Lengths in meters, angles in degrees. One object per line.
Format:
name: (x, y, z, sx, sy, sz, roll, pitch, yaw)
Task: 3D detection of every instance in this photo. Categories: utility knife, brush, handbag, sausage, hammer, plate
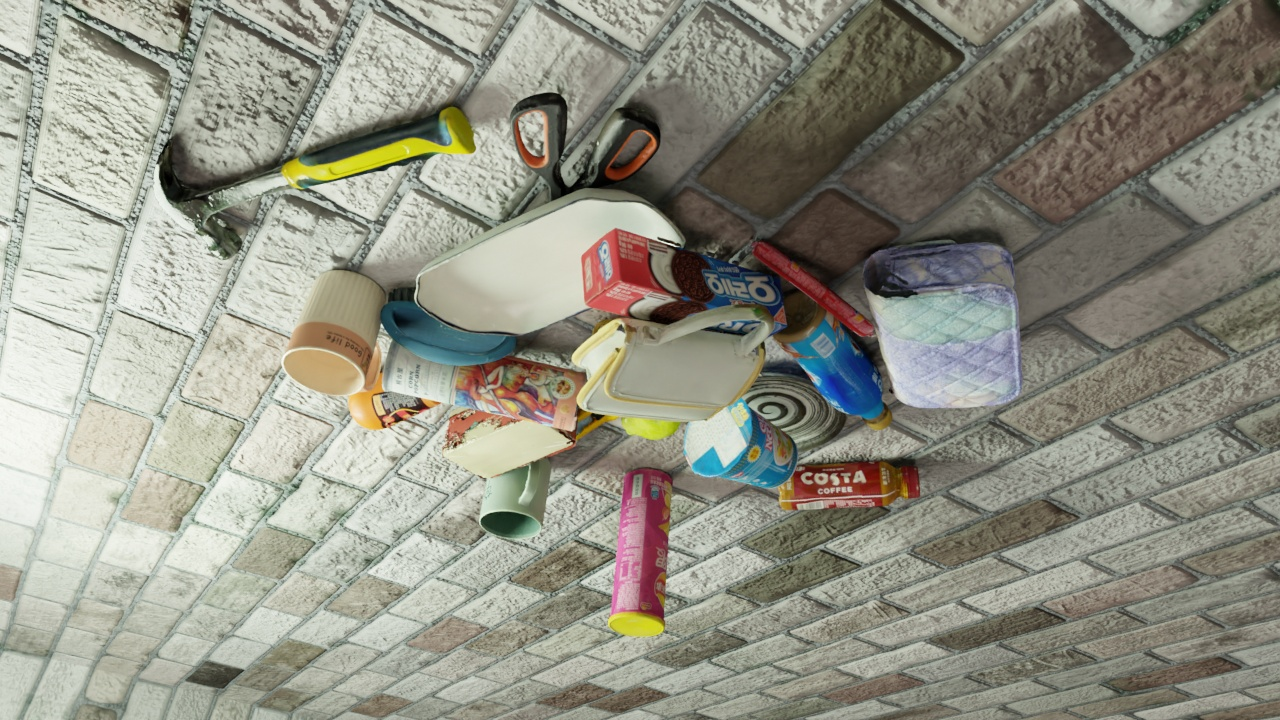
utility knife: (-0.058, 0.072, 1.119, 0.033, 0.015, 0.168, 52, 138, -1)
brush: (-0.202, -0.030, 0.964, 0.144, 0.073, 0.055, 14, 139, -10)
handbag: (0.298, -0.032, 0.896, 0.134, 0.075, 0.194, -4, 142, 21)
sausage: (0.166, -0.069, 0.876, 0.156, 0.020, 0.020, 36, 137, -9)
handbag: (0.040, -0.001, 0.860, 0.163, 0.063, 0.179, 7, 150, -30)
hammer: (-0.298, -0.170, 0.821, 0.324, 0.031, 0.126, -10, 142, 21)
plate: (-0.088, -0.094, 0.865, 0.266, 0.034, 0.162, -21, 151, 26)
plate: (0.152, 0.059, 1.083, 0.179, 0.024, 0.180, 3, 146, 2)

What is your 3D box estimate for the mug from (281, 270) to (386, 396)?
mug: (-0.309, -0.021, 0.963, 0.082, 0.105, 0.114, -8, 142, 19)

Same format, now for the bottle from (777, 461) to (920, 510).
bottle: (0.266, 0.160, 1.175, 0.175, 0.057, 0.057, -4, 143, 13)

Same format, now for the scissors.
scissors: (-0.074, -0.157, 0.813, 0.228, 0.021, 0.197, -27, 142, 35)

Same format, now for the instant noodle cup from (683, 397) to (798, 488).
instant noodle cup: (0.121, 0.099, 1.050, 0.099, 0.099, 0.109, -26, 143, 36)

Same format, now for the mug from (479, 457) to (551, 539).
mug: (-0.156, 0.162, 1.192, 0.082, 0.106, 0.112, 20, 142, -17)

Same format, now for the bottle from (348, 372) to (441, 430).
bottle: (-0.268, 0.037, 1.081, 0.150, 0.066, 0.067, -16, 140, 16)

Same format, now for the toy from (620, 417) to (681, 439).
toy: (0.016, 0.064, 1.100, 0.097, 0.031, 0.100, -9, 138, 24)

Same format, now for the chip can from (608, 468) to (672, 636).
chip can: (0.003, 0.248, 1.202, 0.071, 0.210, 0.071, 4, 143, 3)

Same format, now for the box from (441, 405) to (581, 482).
box: (-0.161, 0.090, 1.121, 0.169, 0.076, 0.091, -24, 136, 33)

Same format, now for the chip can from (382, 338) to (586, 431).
chip can: (-0.170, 0.023, 1.016, 0.214, 0.071, 0.071, 13, 144, -4)

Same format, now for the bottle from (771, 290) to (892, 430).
bottle: (0.213, 0.010, 0.971, 0.065, 0.065, 0.218, -19, 139, 29)

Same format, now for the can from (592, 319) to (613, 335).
can: (-0.006, 0.006, 1.002, 0.102, 0.057, 0.083, 8, 146, -3)

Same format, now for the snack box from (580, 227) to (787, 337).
snack box: (0.045, -0.065, 0.855, 0.207, 0.058, 0.057, 12, 151, -36)
